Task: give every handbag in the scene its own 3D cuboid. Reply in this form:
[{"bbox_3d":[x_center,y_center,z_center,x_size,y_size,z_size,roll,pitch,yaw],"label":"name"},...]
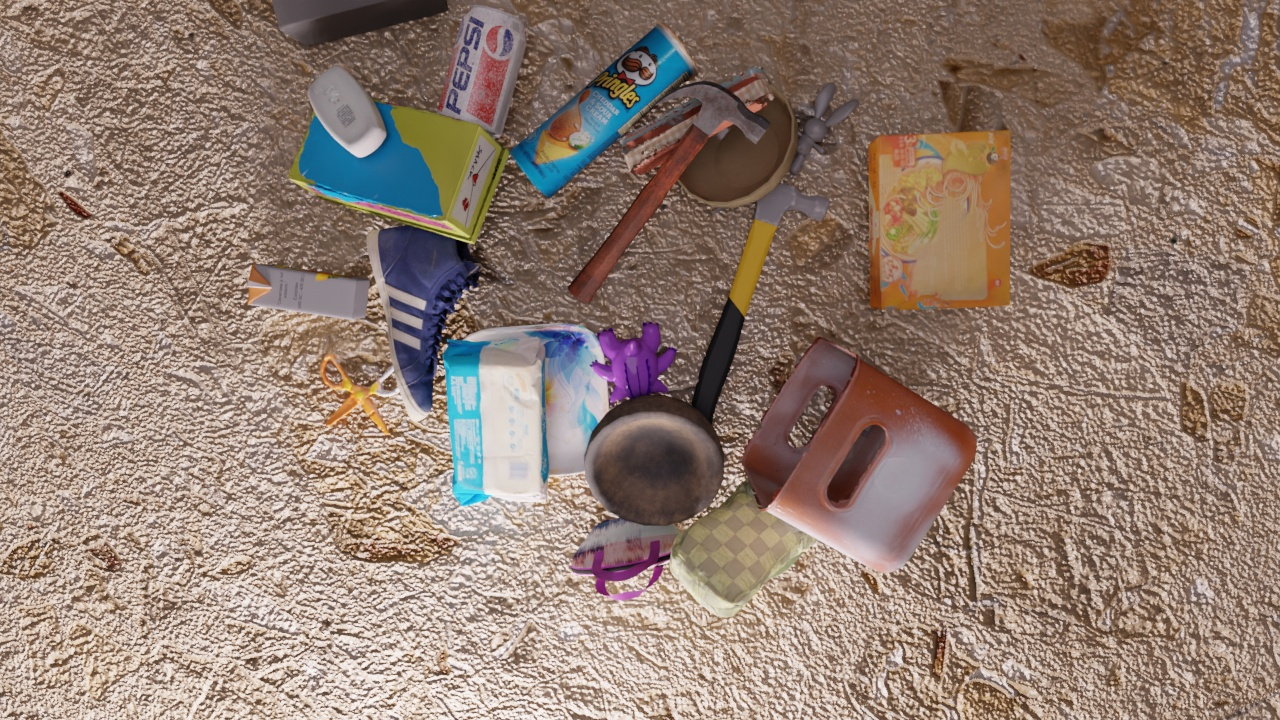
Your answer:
[{"bbox_3d":[0.113,0.220,1.066,0.186,0.117,0.113,-32,62,-34],"label":"handbag"},{"bbox_3d":[-0.013,0.233,1.059,0.144,0.170,0.068,-11,94,4],"label":"handbag"}]

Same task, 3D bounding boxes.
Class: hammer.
[{"bbox_3d":[0.113,-0.057,1.099,0.127,0.029,0.324,19,97,2],"label":"hammer"},{"bbox_3d":[0.009,-0.181,1.039,0.111,0.028,0.301,36,118,-7],"label":"hammer"}]

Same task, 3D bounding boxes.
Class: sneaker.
[{"bbox_3d":[-0.236,-0.054,1.092,0.118,0.091,0.233,-14,86,2],"label":"sneaker"}]

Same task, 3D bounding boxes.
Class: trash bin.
[{"bbox_3d":[-0.341,-0.500,1.049,0.192,0.097,0.220,-12,96,4],"label":"trash bin"},{"bbox_3d":[0.227,0.097,0.989,0.157,0.259,0.181,31,96,-2],"label":"trash bin"}]

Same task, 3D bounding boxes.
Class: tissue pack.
[{"bbox_3d":[-0.167,0.075,1.082,0.117,0.066,0.209,1,104,4],"label":"tissue pack"}]

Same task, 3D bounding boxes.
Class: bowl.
[{"bbox_3d":[0.113,-0.244,1.051,0.153,0.050,0.152,-7,77,29],"label":"bowl"},{"bbox_3d":[0.017,0.110,1.077,0.162,0.070,0.162,2,118,3],"label":"bowl"}]

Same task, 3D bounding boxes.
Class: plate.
[{"bbox_3d":[-0.132,0.050,1.126,0.187,0.016,0.187,-4,95,4],"label":"plate"}]

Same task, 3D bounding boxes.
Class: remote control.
[{"bbox_3d":[-0.323,-0.274,1.011,0.060,0.028,0.114,-41,69,4],"label":"remote control"}]

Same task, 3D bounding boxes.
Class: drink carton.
[{"bbox_3d":[-0.398,-0.083,1.102,0.125,0.076,0.048,8,95,-2],"label":"drink carton"}]

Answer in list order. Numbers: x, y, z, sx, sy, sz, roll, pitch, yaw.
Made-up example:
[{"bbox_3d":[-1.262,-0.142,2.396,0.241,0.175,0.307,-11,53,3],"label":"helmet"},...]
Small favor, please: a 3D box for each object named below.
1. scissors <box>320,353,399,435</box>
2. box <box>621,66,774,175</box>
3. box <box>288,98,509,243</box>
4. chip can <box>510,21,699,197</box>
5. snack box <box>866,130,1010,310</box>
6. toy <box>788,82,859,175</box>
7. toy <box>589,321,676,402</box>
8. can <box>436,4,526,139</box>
[{"bbox_3d":[-0.346,0.039,1.141,0.130,0.011,0.125,-34,92,6],"label":"scissors"},{"bbox_3d":[0.063,-0.262,1.027,0.187,0.057,0.060,-25,121,24],"label":"box"},{"bbox_3d":[-0.277,-0.224,1.047,0.221,0.082,0.124,15,84,19],"label":"box"},{"bbox_3d":[-0.042,-0.287,1.060,0.230,0.079,0.080,-39,92,7],"label":"chip can"},{"bbox_3d":[0.336,-0.157,1.048,0.145,0.080,0.195,-2,95,3],"label":"snack box"},{"bbox_3d":[0.204,-0.269,1.072,0.049,0.030,0.112,40,102,14],"label":"toy"},{"bbox_3d":[-0.007,0.006,1.095,0.106,0.056,0.088,-10,108,-5],"label":"toy"},{"bbox_3d":[-0.183,-0.332,1.064,0.078,0.078,0.136,17,96,2],"label":"can"}]
